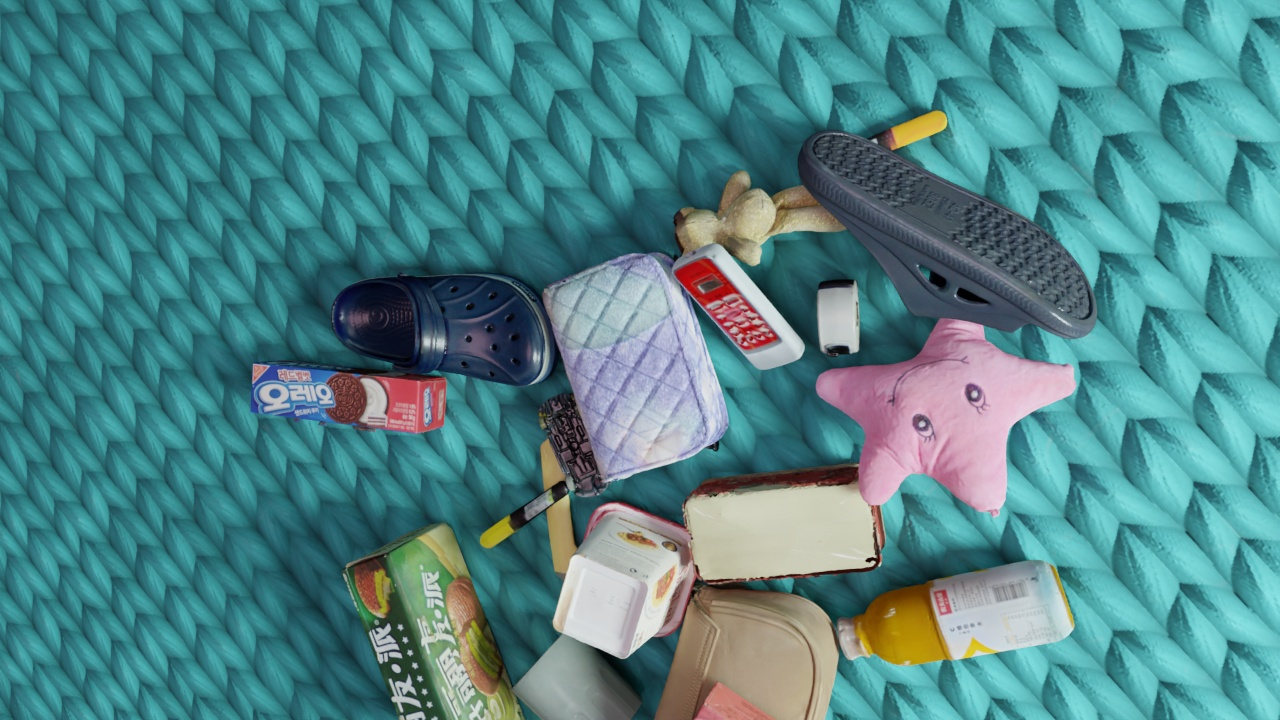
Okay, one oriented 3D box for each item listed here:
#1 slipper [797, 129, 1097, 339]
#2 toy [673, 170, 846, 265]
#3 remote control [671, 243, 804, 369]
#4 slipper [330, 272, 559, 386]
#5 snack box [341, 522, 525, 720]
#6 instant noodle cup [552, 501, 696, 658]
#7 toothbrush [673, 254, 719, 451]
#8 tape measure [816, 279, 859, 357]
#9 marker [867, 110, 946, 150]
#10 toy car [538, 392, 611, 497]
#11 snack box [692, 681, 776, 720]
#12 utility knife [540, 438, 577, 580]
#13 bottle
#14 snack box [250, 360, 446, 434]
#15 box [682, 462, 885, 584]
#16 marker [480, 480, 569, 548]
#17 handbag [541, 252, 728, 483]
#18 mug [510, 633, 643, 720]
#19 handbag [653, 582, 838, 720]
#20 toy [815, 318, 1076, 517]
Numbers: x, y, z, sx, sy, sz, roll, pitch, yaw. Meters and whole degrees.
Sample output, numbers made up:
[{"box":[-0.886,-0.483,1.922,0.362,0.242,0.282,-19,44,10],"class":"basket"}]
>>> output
[{"box":[0.240,-0.092,0.753,0.268,0.110,0.084,34,136,12],"class":"slipper"},{"box":[0.106,-0.121,0.808,0.157,0.066,0.105,-11,61,15],"class":"toy"},{"box":[0.086,-0.044,0.802,0.056,0.020,0.136,-20,121,44],"class":"remote control"},{"box":[-0.203,-0.036,0.900,0.253,0.095,0.105,9,102,20],"class":"slipper"},{"box":[-0.205,0.294,0.928,0.063,0.114,0.240,-21,89,20],"class":"snack box"},{"box":[-0.017,0.207,0.850,0.117,0.124,0.116,19,102,15],"class":"instant noodle cup"},{"box":[0.049,-0.006,0.861,0.017,0.014,0.189,-10,93,32],"class":"toothbrush"},{"box":[0.171,-0.037,0.789,0.034,0.066,0.066,-3,95,17],"class":"tape measure"},{"box":[0.201,-0.184,0.789,0.124,0.015,0.018,-19,89,22],"class":"marker"},{"box":[-0.061,0.082,0.898,0.049,0.031,0.105,-24,91,15],"class":"toy car"},{"box":[0.080,0.359,0.780,0.113,0.044,0.127,30,110,13],"class":"snack box"},{"box":[-0.081,0.152,0.922,0.031,0.018,0.152,-5,97,15],"class":"utility knife"},{"box":[0.266,0.222,0.789,0.190,0.068,0.068,-18,91,19],"class":"bottle"},{"box":[-0.308,0.037,0.961,0.208,0.057,0.058,5,95,18],"class":"snack box"},{"box":[0.127,0.145,0.819,0.168,0.079,0.091,-9,94,18],"class":"box"},{"box":[-0.117,0.156,0.928,0.124,0.015,0.018,-37,78,24],"class":"marker"},{"box":[-0.005,0.005,0.845,0.134,0.075,0.194,-18,86,23],"class":"handbag"},{"box":[-0.069,0.338,0.915,0.103,0.083,0.124,42,134,8],"class":"mug"},{"box":[0.097,0.305,0.843,0.148,0.099,0.205,20,103,23],"class":"handbag"},{"box":[0.257,0.044,0.751,0.195,0.074,0.178,-27,61,11],"class":"toy"}]
